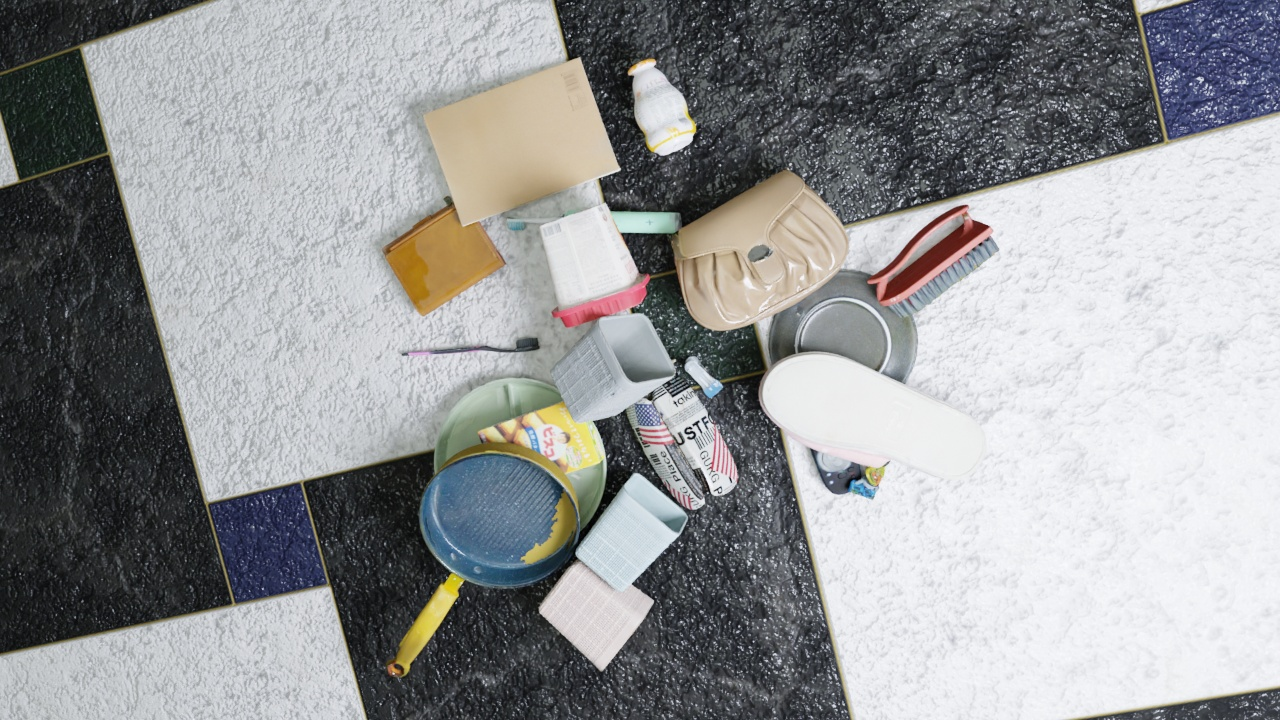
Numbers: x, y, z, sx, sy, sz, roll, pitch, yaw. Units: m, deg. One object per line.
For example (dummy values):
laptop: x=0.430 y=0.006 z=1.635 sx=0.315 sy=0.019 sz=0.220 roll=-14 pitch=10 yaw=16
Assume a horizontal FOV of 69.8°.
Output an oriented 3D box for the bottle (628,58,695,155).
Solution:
bottle: x=0.022 y=-0.306 z=1.104 sx=0.063 sy=0.063 sz=0.108 roll=-23 pitch=91 yaw=10

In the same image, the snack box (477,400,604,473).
snack box: x=-0.125 y=0.106 z=1.152 sx=0.140 sy=0.033 sz=0.087 roll=-19 pitch=92 yaw=9

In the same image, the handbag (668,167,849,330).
handbag: x=0.137 y=-0.126 z=1.083 sx=0.204 sy=0.099 sz=0.147 roll=-30 pitch=87 yaw=7

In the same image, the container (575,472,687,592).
container: x=-0.014 y=0.217 z=1.144 sx=0.090 sy=0.089 sz=0.111 roll=40 pitch=102 yaw=4

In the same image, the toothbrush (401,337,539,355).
toothbrush: x=-0.223 y=-0.016 z=1.195 sx=0.189 sy=0.014 sz=0.017 roll=-3 pitch=84 yaw=10

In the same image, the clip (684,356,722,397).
clip: x=0.077 y=0.020 z=1.149 sx=0.024 sy=0.028 sz=0.057 roll=-42 pitch=96 yaw=12

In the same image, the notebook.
notebook: x=-0.149 y=-0.273 z=1.146 sx=0.211 sy=0.012 sz=0.149 roll=-20 pitch=91 yaw=2

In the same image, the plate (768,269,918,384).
plate: x=0.245 y=-0.020 z=1.113 sx=0.179 sy=0.024 sz=0.179 roll=1 pitch=95 yaw=10

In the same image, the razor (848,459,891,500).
razor: x=0.301 y=0.103 z=1.111 sx=0.042 sy=0.022 sz=0.143 roll=23 pitch=94 yaw=-31

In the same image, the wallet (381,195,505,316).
wallet: x=-0.258 y=-0.140 z=1.178 sx=0.131 sy=0.035 sz=0.119 roll=-31 pitch=88 yaw=7

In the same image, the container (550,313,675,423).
container: x=-0.038 y=0.013 z=1.095 sx=0.115 sy=0.090 sz=0.090 roll=-40 pitch=70 yaw=37

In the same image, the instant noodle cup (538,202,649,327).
instant noodle cup: x=-0.060 y=-0.117 z=1.100 sx=0.117 sy=0.116 sz=0.124 roll=-17 pitch=102 yaw=10

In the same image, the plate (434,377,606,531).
plate: x=-0.155 y=0.135 z=1.190 sx=0.230 sy=0.027 sz=0.230 roll=1 pitch=94 yaw=9

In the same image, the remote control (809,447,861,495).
remote control: x=0.231 y=0.099 z=1.120 sx=0.053 sy=0.024 sz=0.136 roll=-19 pitch=102 yaw=2

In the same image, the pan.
pan: x=-0.218 y=0.259 z=1.149 sx=0.197 sy=0.078 sz=0.358 roll=33 pitch=111 yaw=-11

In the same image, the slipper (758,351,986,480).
slipper: x=0.270 y=0.067 z=1.077 sx=0.274 sy=0.054 sz=0.114 roll=18 pitch=90 yaw=-1

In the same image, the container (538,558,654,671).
container: x=-0.058 y=0.313 z=1.160 sx=0.111 sy=0.090 sz=0.090 roll=38 pitch=99 yaw=8

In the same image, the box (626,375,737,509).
box: x=0.048 y=0.104 z=1.151 sx=0.086 sy=0.075 sz=0.162 roll=-28 pitch=94 yaw=43

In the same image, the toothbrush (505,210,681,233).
toothbrush: x=-0.060 y=-0.173 z=1.148 sx=0.224 sy=0.026 sz=0.027 roll=2 pitch=119 yaw=9

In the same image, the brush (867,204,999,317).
brush: x=0.336 y=-0.115 z=1.067 sx=0.146 sy=0.063 sz=0.069 roll=-39 pitch=104 yaw=9

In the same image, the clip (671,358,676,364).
clip: x=-0.008 y=0.005 z=1.152 sx=0.100 sy=0.035 sz=0.098 roll=-19 pitch=96 yaw=18
